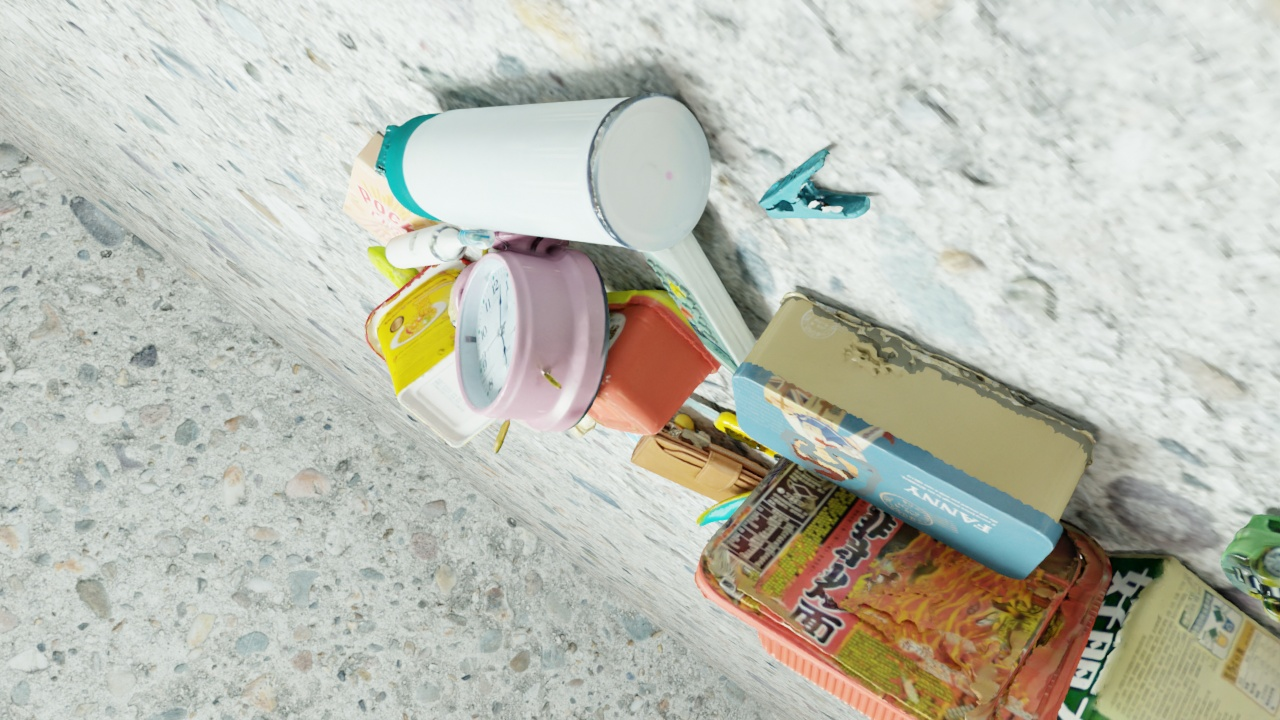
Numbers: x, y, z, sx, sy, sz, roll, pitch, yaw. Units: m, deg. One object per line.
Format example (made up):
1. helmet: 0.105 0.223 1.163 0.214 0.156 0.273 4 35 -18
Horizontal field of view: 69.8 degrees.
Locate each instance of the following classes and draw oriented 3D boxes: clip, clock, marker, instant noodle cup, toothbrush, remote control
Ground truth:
1. clip: 0.069 -0.070 0.385 0.034 0.013 0.055 42 162 -18
2. clock: -0.076 -0.031 0.583 0.059 0.158 0.117 6 148 -30
3. marker: 0.042 0.078 0.824 0.018 0.015 0.124 31 162 19
4. instant noodle cup: 0.143 0.127 0.504 0.189 0.164 0.079 26 136 28
5. toothbrush: -0.137 -0.077 0.617 0.026 0.027 0.221 -2 -175 -27
6. remote control: 0.031 -0.037 0.510 0.056 0.019 0.135 45 175 45
7. instant noodle cup: -0.156 -0.003 0.765 0.116 0.116 0.123 48 -171 -35

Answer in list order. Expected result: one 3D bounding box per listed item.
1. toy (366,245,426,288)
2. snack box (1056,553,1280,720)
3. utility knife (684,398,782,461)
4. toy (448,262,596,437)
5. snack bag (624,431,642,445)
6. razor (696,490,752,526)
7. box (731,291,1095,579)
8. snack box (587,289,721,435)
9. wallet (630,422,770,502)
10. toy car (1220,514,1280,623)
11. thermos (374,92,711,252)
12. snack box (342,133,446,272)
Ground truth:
1. toy: -0.208 -0.075 0.845 0.096 0.031 0.100 34 180 -20
2. snack box: 0.242 0.228 0.465 0.114 0.239 0.063 36 165 -3
3. utility knife: 0.103 0.069 0.683 0.190 0.015 0.033 27 161 27
4. toy: -0.083 -0.008 0.691 0.157 0.066 0.105 48 156 -9
5. snack bag: 0.000 0.063 0.845 0.048 0.026 0.104 16 154 33
6. razor: 0.096 0.115 0.719 0.133 0.028 0.043 -16 172 40
7. box: 0.138 0.040 0.465 0.184 0.063 0.090 30 163 24
8. snack box: -0.004 0.004 0.605 0.082 0.080 0.091 42 161 -24
9. wallet: 0.060 0.095 0.782 0.132 0.031 0.108 24 162 -2
10. toy car: 0.283 0.089 0.361 0.091 0.036 0.043 17 154 48
11. thermos: -0.062 -0.098 0.475 0.224 0.073 0.073 15 154 49
12. snack box: -0.189 -0.119 0.724 0.084 0.026 0.157 39 163 -13
